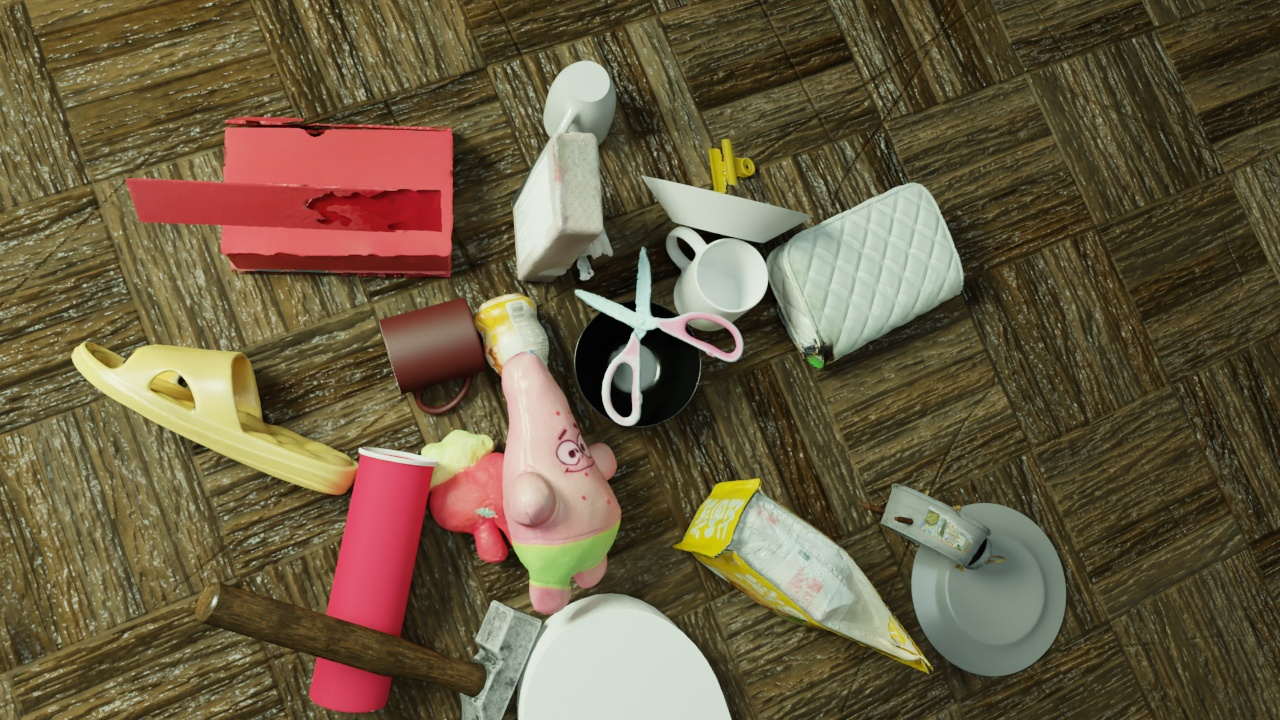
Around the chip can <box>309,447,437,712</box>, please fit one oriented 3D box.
[{"bbox_3d":[-0.238,0.192,0.817,0.069,0.069,0.220,11,87,-9],"label":"chip can"}]

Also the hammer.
[{"bbox_3d":[-0.237,0.276,0.756,0.300,0.037,0.217,34,73,-38],"label":"hammer"}]

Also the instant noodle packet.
[{"bbox_3d":[0.151,0.211,0.853,0.221,0.163,0.084,39,75,-2],"label":"instant noodle packet"}]

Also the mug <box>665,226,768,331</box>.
[{"bbox_3d":[0.067,-0.088,0.926,0.073,0.091,0.110,-41,90,-15],"label":"mug"}]

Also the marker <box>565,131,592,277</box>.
[{"bbox_3d":[-0.062,-0.153,0.916,0.017,0.017,0.146,-10,112,-12],"label":"marker"}]

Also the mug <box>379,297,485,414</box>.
[{"bbox_3d":[-0.194,0.000,0.878,0.082,0.073,0.106,-17,112,-13],"label":"mug"}]

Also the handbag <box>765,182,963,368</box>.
[{"bbox_3d":[0.235,-0.092,0.970,0.194,0.072,0.139,-25,95,-14],"label":"handbag"}]

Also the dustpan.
[{"bbox_3d":[-0.014,0.354,0.873,0.191,0.053,0.258,-20,96,-13],"label":"dustpan"}]

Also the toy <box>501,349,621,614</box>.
[{"bbox_3d":[-0.077,0.106,0.836,0.097,0.191,0.237,-11,94,21],"label":"toy"}]

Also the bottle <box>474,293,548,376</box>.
[{"bbox_3d":[-0.118,-0.008,0.891,0.063,0.063,0.108,-19,85,-13],"label":"bottle"}]

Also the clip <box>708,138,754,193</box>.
[{"bbox_3d":[0.099,-0.209,0.987,0.046,0.048,0.054,-9,80,13],"label":"clip"}]

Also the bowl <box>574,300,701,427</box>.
[{"bbox_3d":[-0.005,0.005,0.914,0.124,0.052,0.124,1,85,-7],"label":"bowl"}]

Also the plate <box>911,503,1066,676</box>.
[{"bbox_3d":[0.371,0.241,0.967,0.178,0.012,0.178,2,80,-10],"label":"plate"}]

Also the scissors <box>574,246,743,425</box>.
[{"bbox_3d":[0.007,-0.015,0.873,0.170,0.013,0.175,25,91,4],"label":"scissors"}]

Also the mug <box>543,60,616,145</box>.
[{"bbox_3d":[-0.067,-0.247,0.928,0.071,0.089,0.107,29,76,-5],"label":"mug"}]

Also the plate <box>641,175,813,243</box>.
[{"bbox_3d":[0.081,-0.145,0.908,0.174,0.174,0.036,12,100,-9],"label":"plate"}]

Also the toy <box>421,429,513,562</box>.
[{"bbox_3d":[-0.154,0.128,0.870,0.091,0.045,0.135,-36,87,-17],"label":"toy"}]

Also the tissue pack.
[{"bbox_3d":[-0.073,-0.132,0.862,0.071,0.182,0.104,-2,80,-23],"label":"tissue pack"}]

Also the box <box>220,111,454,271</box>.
[{"bbox_3d":[-0.309,-0.202,0.992,0.212,0.374,0.148,-1,113,-11],"label":"box"}]

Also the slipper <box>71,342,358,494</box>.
[{"bbox_3d":[-0.368,0.034,0.817,0.263,0.099,0.078,28,89,-9],"label":"slipper"}]

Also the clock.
[{"bbox_3d":[0.306,0.170,0.924,0.148,0.104,0.056,29,86,-10],"label":"clock"}]
